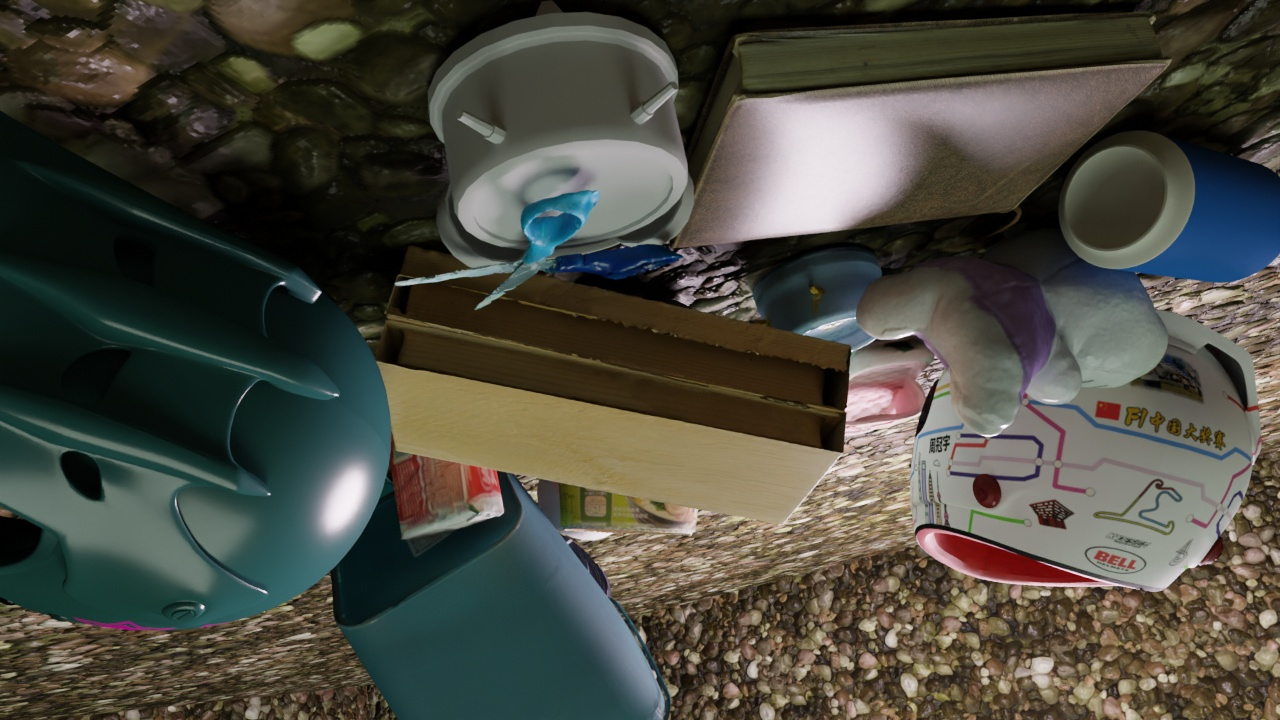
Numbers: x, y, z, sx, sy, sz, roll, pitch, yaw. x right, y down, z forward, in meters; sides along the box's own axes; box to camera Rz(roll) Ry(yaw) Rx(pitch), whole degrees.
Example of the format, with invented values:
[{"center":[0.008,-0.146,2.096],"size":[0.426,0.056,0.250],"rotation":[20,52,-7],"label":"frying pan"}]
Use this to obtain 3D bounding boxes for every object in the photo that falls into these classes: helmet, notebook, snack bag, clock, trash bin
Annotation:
[{"center":[0.357,0.067,0.772],"size":[0.231,0.235,0.315],"rotation":[15,168,3],"label":"helmet"},{"center":[0.125,-0.101,0.476],"size":[0.215,0.034,0.190],"rotation":[-8,161,-12],"label":"notebook"},{"center":[-0.141,0.063,0.643],"size":[0.077,0.115,0.036],"rotation":[-22,162,28],"label":"snack bag"},{"center":[-0.226,0.015,0.391],"size":[0.201,0.176,0.274],"rotation":[-12,149,27],"label":"helmet"},{"center":[-0.034,-0.085,0.402],"size":[0.120,0.061,0.159],"rotation":[-9,164,-6],"label":"clock"},{"center":[-0.121,0.209,0.730],"size":[0.196,0.199,0.219],"rotation":[-30,117,-8],"label":"trash bin"},{"center":[0.136,-0.035,0.636],"size":[0.124,0.051,0.089],"rotation":[6,151,-40],"label":"clock"}]

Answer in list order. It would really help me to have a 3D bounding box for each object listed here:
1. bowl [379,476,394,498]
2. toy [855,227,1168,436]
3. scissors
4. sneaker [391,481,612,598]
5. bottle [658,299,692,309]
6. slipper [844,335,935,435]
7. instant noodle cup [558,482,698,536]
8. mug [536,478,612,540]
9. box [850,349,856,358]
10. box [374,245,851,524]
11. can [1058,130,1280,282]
[{"center":[-0.262,0.093,0.750],"size":[0.121,0.046,0.121],"rotation":[-11,160,-4],"label":"bowl"},{"center":[0.242,-0.032,0.583],"size":[0.208,0.137,0.086],"rotation":[-12,138,-37],"label":"toy"},{"center":[-0.038,-0.042,0.408],"size":[0.127,0.014,0.128],"rotation":[1,161,-37],"label":"scissors"},{"center":[-0.142,0.169,0.884],"size":[0.252,0.097,0.151],"rotation":[18,145,5],"label":"sneaker"},{"center":[-0.004,0.004,0.645],"size":[0.060,0.060,0.109],"rotation":[7,152,-42],"label":"bottle"},{"center":[0.214,0.032,0.855],"size":[0.107,0.055,0.222],"rotation":[-10,159,-1],"label":"slipper"},{"center":[-0.009,0.103,0.805],"size":[0.146,0.097,0.146],"rotation":[2,167,0],"label":"instant noodle cup"},{"center":[-0.042,0.121,0.905],"size":[0.124,0.090,0.076],"rotation":[-31,149,0],"label":"mug"},{"center":[0.102,0.027,0.815],"size":[0.112,0.078,0.188],"rotation":[20,153,-4],"label":"box"},{"center":[-0.018,0.023,0.533],"size":[0.249,0.091,0.128],"rotation":[11,161,-3],"label":"box"},{"center":[0.329,-0.091,0.560],"size":[0.145,0.079,0.079],"rotation":[1,156,-33],"label":"can"}]
